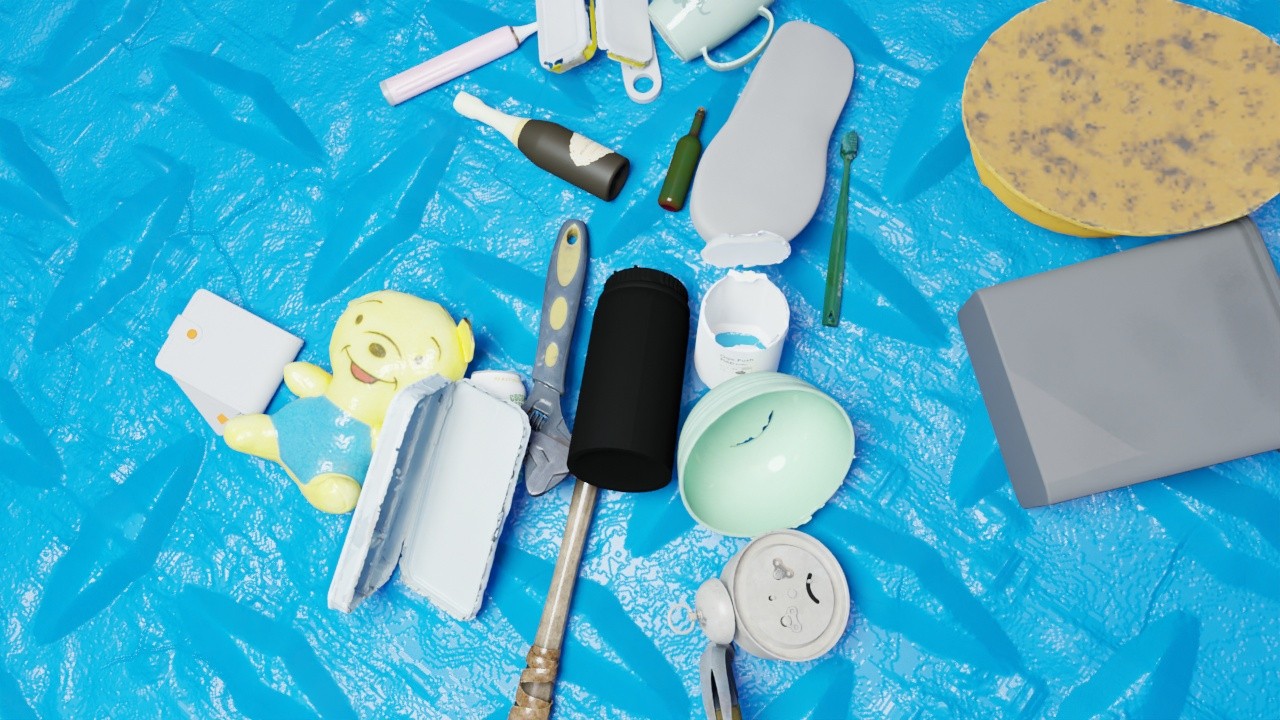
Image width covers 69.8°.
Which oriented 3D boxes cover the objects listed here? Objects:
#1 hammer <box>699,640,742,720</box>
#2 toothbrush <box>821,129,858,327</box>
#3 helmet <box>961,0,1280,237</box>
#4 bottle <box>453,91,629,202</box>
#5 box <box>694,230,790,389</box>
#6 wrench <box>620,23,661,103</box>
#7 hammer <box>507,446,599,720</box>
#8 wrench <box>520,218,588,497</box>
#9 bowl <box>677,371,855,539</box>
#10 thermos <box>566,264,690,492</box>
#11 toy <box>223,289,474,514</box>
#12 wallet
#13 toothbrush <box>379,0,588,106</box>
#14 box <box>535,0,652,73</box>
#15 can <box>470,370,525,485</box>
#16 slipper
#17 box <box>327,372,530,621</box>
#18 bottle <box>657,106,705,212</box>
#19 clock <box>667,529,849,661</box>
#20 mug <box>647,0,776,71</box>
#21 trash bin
[{"bbox_3d":[0.100,0.391,0.712,0.025,0.118,0.333,-16,82,7],"label":"hammer"},{"bbox_3d":[0.185,-0.124,0.847,0.016,0.017,0.189,7,79,8],"label":"toothbrush"},{"bbox_3d":[0.391,-0.186,0.778,0.255,0.131,0.205,7,79,7],"label":"helmet"},{"bbox_3d":[-0.100,-0.212,0.882,0.184,0.045,0.045,29,83,11],"label":"bottle"},{"bbox_3d":[0.084,-0.039,0.768,0.083,0.166,0.092,8,66,4],"label":"box"},{"bbox_3d":[-0.028,-0.383,0.925,0.087,0.018,0.273,-10,79,4],"label":"wrench"},{"bbox_3d":[-0.072,0.219,0.793,0.121,0.049,0.318,13,82,6],"label":"hammer"},{"bbox_3d":[-0.076,-0.011,0.818,0.073,0.022,0.272,7,65,0],"label":"wrench"},{"bbox_3d":[0.096,0.068,0.770,0.151,0.151,0.077,-25,34,1],"label":"bowl"},{"bbox_3d":[-0.005,0.005,0.787,0.086,0.086,0.198,4,59,7],"label":"thermos"},{"bbox_3d":[-0.249,0.029,0.831,0.149,0.084,0.213,35,82,11],"label":"toy"},{"bbox_3d":[-0.401,0.005,0.877,0.118,0.037,0.115,27,82,7],"label":"wallet"},{"bbox_3d":[-0.155,-0.312,0.920,0.222,0.027,0.026,-25,91,0],"label":"toothbrush"},{"bbox_3d":[-0.050,-0.383,0.892,0.117,0.057,0.209,-5,79,-1],"label":"box"},{"bbox_3d":[-0.132,0.063,0.824,0.055,0.055,0.101,0,78,6],"label":"can"},{"bbox_3d":[0.116,-0.195,0.848,0.113,0.081,0.265,27,67,-10],"label":"slipper"},{"bbox_3d":[-0.159,0.125,0.765,0.127,0.106,0.215,23,107,2],"label":"box"},{"bbox_3d":[0.043,-0.193,0.873,0.025,0.025,0.106,17,81,9],"label":"bottle"},{"bbox_3d":[0.093,0.199,0.751,0.156,0.061,0.103,-6,70,-21],"label":"clock"},{"bbox_3d":[0.073,-0.329,0.870,0.104,0.084,0.111,-39,83,8],"label":"mug"},{"bbox_3d":[0.405,0.006,0.756,0.220,0.097,0.191,-15,77,4],"label":"trash bin"}]
